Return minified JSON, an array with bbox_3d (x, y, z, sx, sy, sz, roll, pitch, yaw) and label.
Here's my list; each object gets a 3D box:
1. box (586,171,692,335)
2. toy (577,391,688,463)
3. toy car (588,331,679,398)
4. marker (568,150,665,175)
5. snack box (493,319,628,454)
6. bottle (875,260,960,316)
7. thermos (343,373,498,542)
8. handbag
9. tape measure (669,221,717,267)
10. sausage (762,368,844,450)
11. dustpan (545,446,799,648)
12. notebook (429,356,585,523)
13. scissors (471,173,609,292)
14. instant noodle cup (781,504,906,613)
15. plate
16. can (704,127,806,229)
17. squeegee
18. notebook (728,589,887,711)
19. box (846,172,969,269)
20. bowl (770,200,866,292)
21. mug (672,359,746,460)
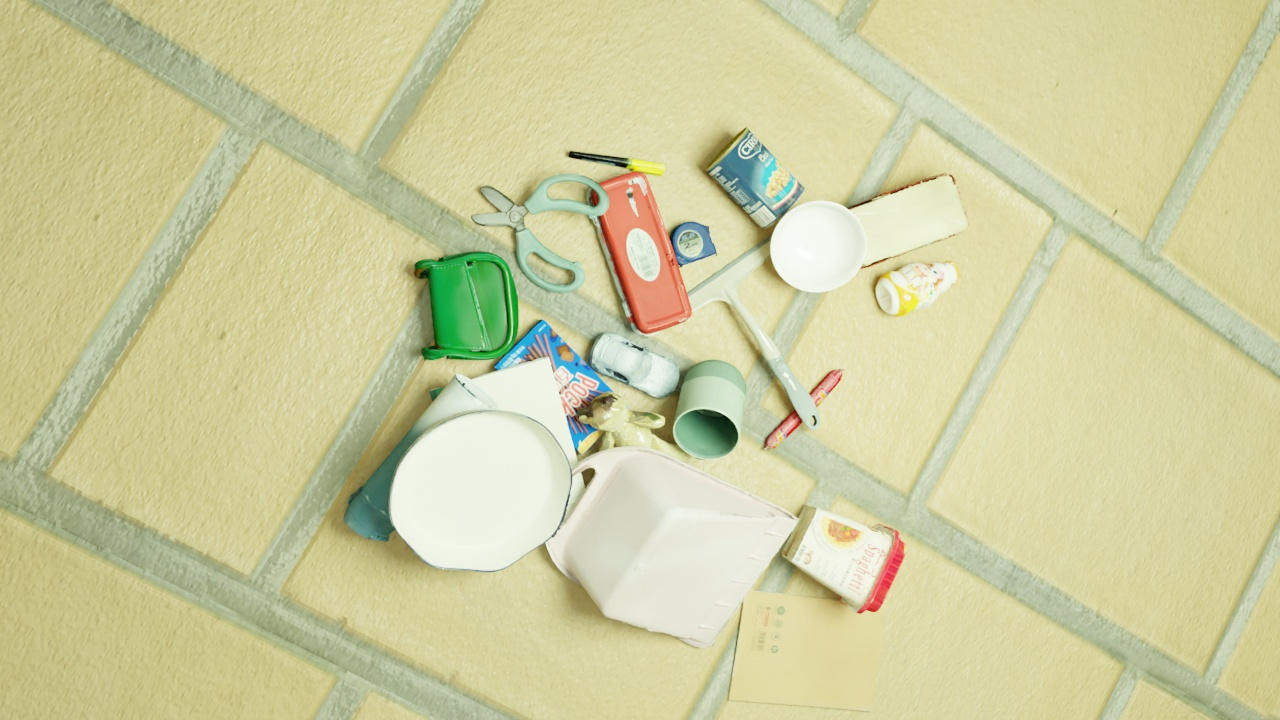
[{"bbox_3d":[-0.002,-0.134,1.152,0.087,0.048,0.201,-19,90,-3],"label":"box"},{"bbox_3d":[-0.004,0.091,1.133,0.157,0.105,0.066,38,37,-31],"label":"toy"},{"bbox_3d":[-0.007,0.007,1.159,0.120,0.037,0.054,25,85,-15],"label":"toy car"},{"bbox_3d":[-0.029,-0.250,1.158,0.124,0.018,0.015,7,84,-12],"label":"marker"},{"bbox_3d":[-0.098,0.033,1.142,0.084,0.026,0.157,-45,99,-8],"label":"snack box"},{"bbox_3d":[0.372,-0.101,1.229,0.108,0.063,0.063,-20,95,-12],"label":"bottle"},{"bbox_3d":[-0.260,0.116,1.073,0.070,0.070,0.220,40,93,-10],"label":"thermos"},{"bbox_3d":[-0.207,-0.065,1.101,0.120,0.068,0.131,-4,93,-5],"label":"handbag"},{"bbox_3d":[0.064,-0.151,1.177,0.058,0.025,0.054,-20,93,-16],"label":"tape measure"},{"bbox_3d":[0.218,0.066,1.219,0.155,0.020,0.020,-45,100,-8],"label":"sausage"},{"bbox_3d":[0.026,0.218,1.142,0.273,0.139,0.223,23,107,-41],"label":"dustpan"},{"bbox_3d":[-0.156,0.115,1.121,0.150,0.012,0.209,-16,99,-3],"label":"notebook"},{"bbox_3d":[-0.112,-0.177,1.123,0.174,0.019,0.178,43,101,-6],"label":"scissors"},{"bbox_3d":[0.259,0.250,1.189,0.124,0.117,0.116,26,85,0],"label":"instant noodle cup"},{"bbox_3d":[-0.182,0.145,1.049,0.204,0.045,0.205,-7,112,-18],"label":"plate"},{"bbox_3d":[0.147,-0.230,1.169,0.111,0.075,0.075,44,82,-10],"label":"can"},{"bbox_3d":[0.164,-0.011,1.184,0.246,0.039,0.246,-34,93,-10],"label":"squeegee"},{"bbox_3d":[0.226,0.391,1.231,0.207,0.008,0.148,9,89,-13],"label":"notebook"},{"bbox_3d":[0.343,-0.181,1.212,0.168,0.079,0.091,-20,94,-11],"label":"box"},{"bbox_3d":[0.225,-0.153,1.172,0.118,0.064,0.118,3,114,6],"label":"bowl"},{"bbox_3d":[0.086,0.068,1.145,0.082,0.106,0.112,11,128,4],"label":"mug"}]
